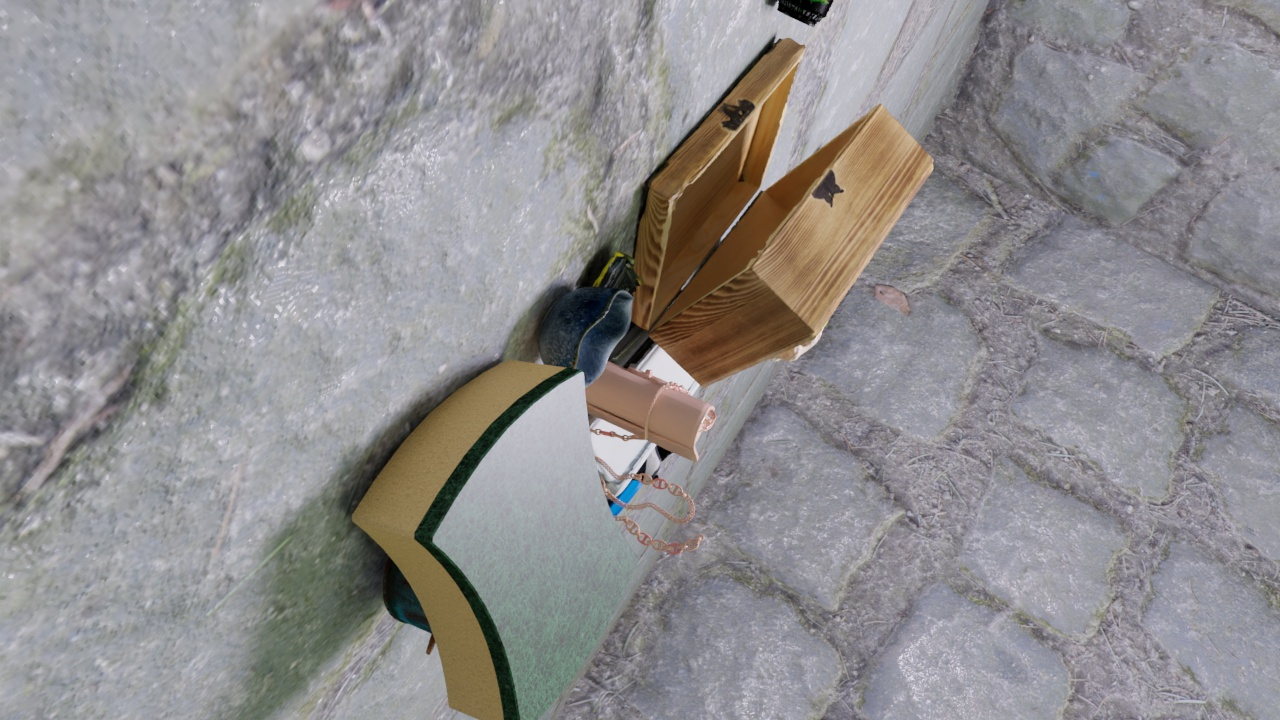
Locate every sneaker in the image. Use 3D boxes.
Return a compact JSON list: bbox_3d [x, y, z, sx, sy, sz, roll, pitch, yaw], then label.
[{"bbox_3d":[0.029,0.084,1.288,0.234,0.079,0.084,-62,163,-47],"label":"sneaker"}]

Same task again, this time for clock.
[{"bbox_3d":[-0.164,0.163,0.791,0.121,0.073,0.158,-34,133,-54],"label":"clock"}]

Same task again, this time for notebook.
[{"bbox_3d":[-0.007,0.007,1.150,0.169,0.029,0.210,-48,167,-35],"label":"notebook"}]

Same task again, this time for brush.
[{"bbox_3d":[-0.101,0.145,0.737,0.194,0.075,0.250,-50,137,-43],"label":"brush"}]

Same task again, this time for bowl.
[{"bbox_3d":[-0.055,-0.025,0.815,0.110,0.055,0.110,-55,168,-19],"label":"bowl"}]

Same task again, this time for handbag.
[{"bbox_3d":[-0.014,0.101,0.944,0.116,0.199,0.187,49,64,-77],"label":"handbag"}]

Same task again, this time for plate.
[{"bbox_3d":[-0.029,0.197,1.368,0.224,0.024,0.224,-50,-178,2],"label":"plate"}]

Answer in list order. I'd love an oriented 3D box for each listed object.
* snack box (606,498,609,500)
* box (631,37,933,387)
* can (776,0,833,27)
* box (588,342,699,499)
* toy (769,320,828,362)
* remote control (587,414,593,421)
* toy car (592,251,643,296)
[{"bbox_3d":[-0.100,0.234,1.258,0.147,0.025,0.080,-49,171,-6],"label":"snack box"},{"bbox_3d":[0.114,-0.154,1.008,0.278,0.220,0.259,-53,-171,-27],"label":"box"},{"bbox_3d":[0.178,-0.392,0.870,0.053,0.054,0.138,-35,153,-62],"label":"can"},{"bbox_3d":[0.004,0.070,1.124,0.210,0.084,0.186,-51,166,-28],"label":"box"},{"bbox_3d":[0.175,-0.033,1.024,0.092,0.046,0.115,-38,-168,17],"label":"toy"},{"bbox_3d":[-0.067,0.106,1.129,0.050,0.011,0.136,-38,158,-12],"label":"remote control"},{"bbox_3d":[-0.025,-0.073,0.880,0.049,0.030,0.107,-56,169,-8],"label":"toy car"}]
